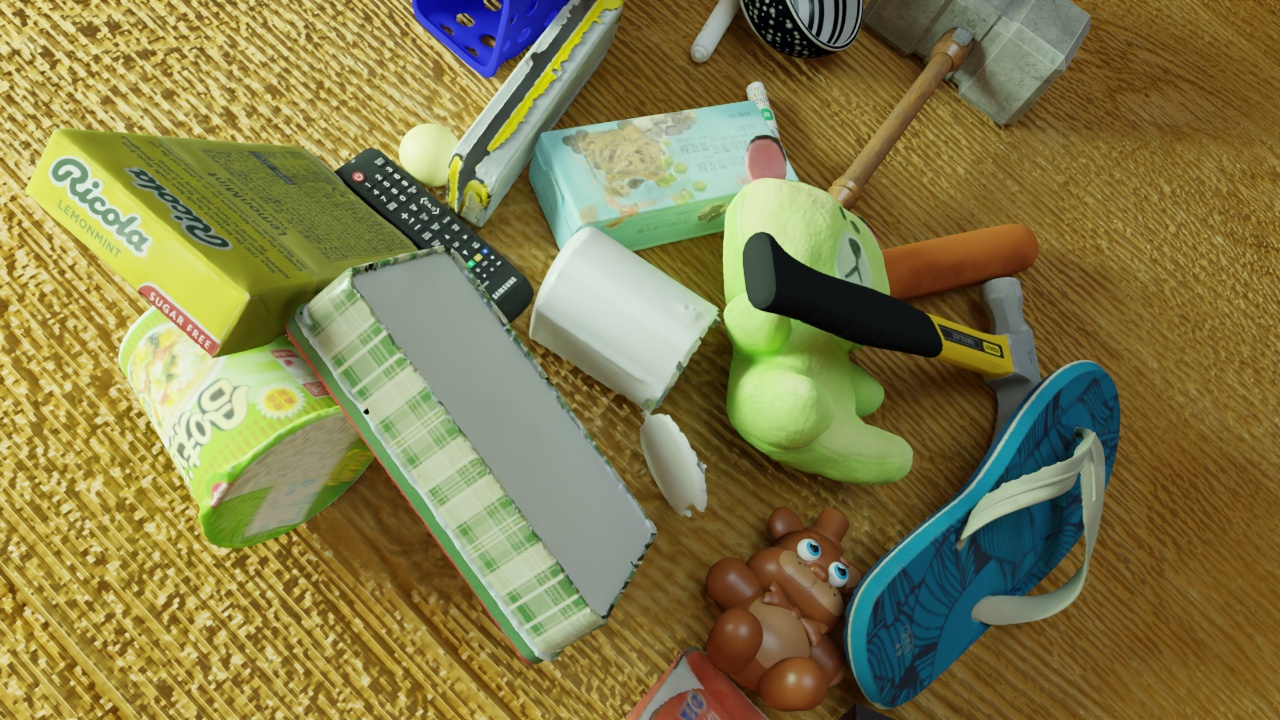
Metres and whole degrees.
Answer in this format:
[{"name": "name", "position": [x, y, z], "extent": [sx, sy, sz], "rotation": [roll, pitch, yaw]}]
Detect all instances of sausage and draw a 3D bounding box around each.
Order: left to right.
[{"name": "sausage", "position": [0.231, -0.073, 0.677], "extent": [0.164, 0.044, 0.039], "rotation": [-13, 94, -23]}]

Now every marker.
[{"name": "marker", "position": [0.071, -0.288, 0.750], "extent": [0.017, 0.020, 0.133], "rotation": [34, 58, -11]}, {"name": "marker", "position": [0.102, -0.149, 0.690], "extent": [0.017, 0.017, 0.145], "rotation": [-2, 65, -19]}]

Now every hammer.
[{"name": "hammer", "position": [0.168, -0.017, 0.555], "extent": [0.323, 0.029, 0.127], "rotation": [11, 67, -45]}, {"name": "hammer", "position": [0.221, -0.212, 0.722], "extent": [0.163, 0.083, 0.316], "rotation": [37, 59, 3]}]

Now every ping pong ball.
[{"name": "ping pong ball", "position": [-0.135, -0.132, 0.592], "extent": [0.040, 0.040, 0.040], "rotation": [7, 62, -14]}]

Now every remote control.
[{"name": "remote control", "position": [-0.130, -0.080, 0.576], "extent": [0.147, 0.015, 0.033], "rotation": [41, 58, 1]}]

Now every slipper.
[{"name": "slipper", "position": [0.231, 0.104, 0.549], "extent": [0.294, 0.060, 0.118], "rotation": [-32, 116, -31]}]

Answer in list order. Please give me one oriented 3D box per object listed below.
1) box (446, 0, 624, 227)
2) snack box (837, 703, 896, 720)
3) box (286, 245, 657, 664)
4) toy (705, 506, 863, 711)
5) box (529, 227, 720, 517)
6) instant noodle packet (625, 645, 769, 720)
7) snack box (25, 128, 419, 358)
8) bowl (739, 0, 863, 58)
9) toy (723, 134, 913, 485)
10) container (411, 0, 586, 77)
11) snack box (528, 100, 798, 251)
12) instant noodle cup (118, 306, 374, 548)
[{"name": "box", "position": [-0.070, -0.179, 0.623], "extent": [0.037, 0.065, 0.209], "rotation": [28, 59, -3]}, {"name": "snack box", "position": [0.171, 0.241, 0.495], "extent": [0.141, 0.032, 0.050], "rotation": [24, 38, -5]}, {"name": "box", "position": [-0.077, 0.040, 0.466], "extent": [0.205, 0.051, 0.117], "rotation": [55, 19, -4]}, {"name": "toy", "position": [0.089, 0.132, 0.517], "extent": [0.095, 0.065, 0.127], "rotation": [41, 54, 2]}, {"name": "box", "position": [-0.003, 0.006, 0.543], "extent": [0.156, 0.085, 0.125], "rotation": [31, 59, 3]}, {"name": "instant noodle packet", "position": [0.020, 0.267, 0.438], "extent": [0.164, 0.084, 0.220], "rotation": [45, 48, 8]}, {"name": "snack box", "position": [-0.200, -0.066, 0.484], "extent": [0.121, 0.045, 0.180], "rotation": [40, 17, 4]}, {"name": "bowl", "position": [0.118, -0.299, 0.737], "extent": [0.120, 0.066, 0.120], "rotation": [6, 82, -44]}, {"name": "toy", "position": [0.101, -0.023, 0.576], "extent": [0.150, 0.107, 0.196], "rotation": [28, 47, -35]}, {"name": "container", "position": [-0.091, -0.276, 0.655], "extent": [0.084, 0.085, 0.113], "rotation": [42, 58, 5]}, {"name": "snack box", "position": [0.017, -0.124, 0.630], "extent": [0.174, 0.053, 0.075], "rotation": [-15, 70, -23]}, {"name": "instant noodle cup", "position": [-0.202, 0.023, 0.465], "extent": [0.098, 0.099, 0.108], "rotation": [-34, 70, -29]}]
